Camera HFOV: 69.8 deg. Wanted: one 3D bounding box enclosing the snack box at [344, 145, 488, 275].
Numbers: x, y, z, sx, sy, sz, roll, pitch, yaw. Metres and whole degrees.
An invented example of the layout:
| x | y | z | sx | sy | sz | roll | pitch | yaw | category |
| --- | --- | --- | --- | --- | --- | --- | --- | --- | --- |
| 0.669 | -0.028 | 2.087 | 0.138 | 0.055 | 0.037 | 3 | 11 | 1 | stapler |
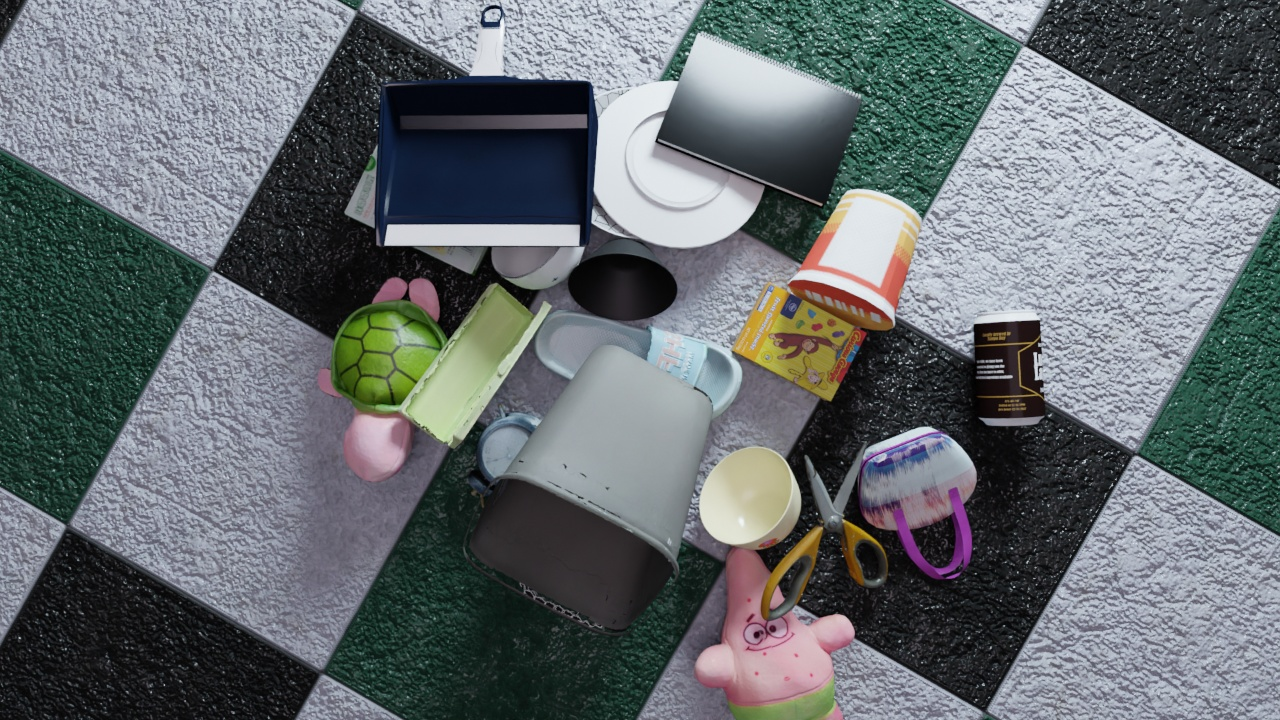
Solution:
| x | y | z | sx | sy | sz | roll | pitch | yaw | category |
| --- | --- | --- | --- | --- | --- | --- | --- | --- | --- |
| -0.243 | -0.194 | 1.079 | 0.168 | 0.027 | 0.132 | 26 | 89 | 1 | snack box |

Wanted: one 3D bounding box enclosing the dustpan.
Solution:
| x | y | z | sx | sy | sz | roll | pitch | yaw | category |
| --- | --- | --- | --- | --- | --- | --- | --- | --- | --- |
| -0.168 | -0.262 | 1.010 | 0.236 | 0.080 | 0.272 | 1 | 64 | 4 | dustpan |

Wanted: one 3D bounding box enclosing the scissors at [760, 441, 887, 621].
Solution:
| x | y | z | sx | sy | sz | roll | pitch | yaw | category |
| --- | --- | --- | --- | --- | --- | --- | --- | --- | --- |
| 0.202 | 0.201 | 1.013 | 0.224 | 0.016 | 0.225 | -38 | 120 | -13 | scissors |

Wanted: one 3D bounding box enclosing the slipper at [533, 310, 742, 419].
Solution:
| x | y | z | sx | sy | sz | roll | pitch | yaw | category |
| --- | --- | --- | --- | --- | --- | --- | --- | --- | --- |
| -0.006 | 0.006 | 1.054 | 0.245 | 0.074 | 0.104 | 17 | 91 | 2 | slipper |

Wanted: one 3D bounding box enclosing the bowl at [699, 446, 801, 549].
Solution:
| x | y | z | sx | sy | sz | roll | pitch | yaw | category |
| --- | --- | --- | --- | --- | --- | --- | --- | --- | --- |
| 0.136 | 0.168 | 1.047 | 0.118 | 0.118 | 0.074 | -48 | 132 | 1 | bowl |

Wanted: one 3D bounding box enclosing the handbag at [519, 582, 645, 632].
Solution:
| x | y | z | sx | sy | sz | roll | pitch | yaw | category |
| --- | --- | --- | --- | --- | --- | --- | --- | --- | --- |
| -0.058 | 0.222 | 1.037 | 0.154 | 0.115 | 0.125 | 29 | 86 | 3 | handbag |

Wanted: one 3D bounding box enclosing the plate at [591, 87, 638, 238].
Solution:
| x | y | z | sx | sy | sz | roll | pitch | yaw | category |
| --- | --- | --- | --- | --- | --- | --- | --- | --- | --- |
| -0.002 | -0.227 | 1.064 | 0.188 | 0.016 | 0.188 | 2 | 76 | -6 | plate |

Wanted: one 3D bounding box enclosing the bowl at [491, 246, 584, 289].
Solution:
| x | y | z | sx | sy | sz | roll | pitch | yaw | category |
| --- | --- | --- | --- | --- | --- | --- | --- | --- | --- |
| -0.109 | -0.129 | 1.049 | 0.114 | 0.063 | 0.113 | -18 | 55 | 27 | bowl |

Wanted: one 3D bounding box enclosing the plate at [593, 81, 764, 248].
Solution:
| x | y | z | sx | sy | sz | roll | pitch | yaw | category |
| --- | --- | --- | --- | --- | --- | --- | --- | --- | --- |
| 0.044 | -0.229 | 1.051 | 0.208 | 0.015 | 0.208 | 2 | 76 | -6 | plate |

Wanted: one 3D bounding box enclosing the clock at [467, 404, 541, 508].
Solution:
| x | y | z | sx | sy | sz | roll | pitch | yaw | category |
| --- | --- | --- | --- | --- | --- | --- | --- | --- | --- |
| -0.150 | 0.120 | 1.069 | 0.090 | 0.052 | 0.129 | 14 | 95 | 1 | clock |

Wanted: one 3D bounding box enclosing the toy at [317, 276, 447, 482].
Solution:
| x | y | z | sx | sy | sz | roll | pitch | yaw | category |
| --- | --- | --- | --- | --- | --- | --- | --- | --- | --- |
| -0.289 | 0.020 | 1.052 | 0.190 | 0.087 | 0.238 | 10 | 85 | 7 | toy |

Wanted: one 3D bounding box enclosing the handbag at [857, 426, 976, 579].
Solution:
| x | y | z | sx | sy | sz | roll | pitch | yaw | category |
| --- | --- | --- | --- | --- | --- | --- | --- | --- | --- |
| 0.331 | 0.171 | 1.060 | 0.144 | 0.068 | 0.170 | -22 | 96 | 2 | handbag |

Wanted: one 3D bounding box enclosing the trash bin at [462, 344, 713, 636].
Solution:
| x | y | z | sx | sy | sz | roll | pitch | yaw | category |
| --- | --- | --- | --- | --- | --- | --- | --- | --- | --- |
| -0.038 | 0.123 | 0.954 | 0.197 | 0.198 | 0.219 | 28 | 47 | -2 | trash bin |

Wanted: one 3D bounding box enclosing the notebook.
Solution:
| x | y | z | sx | sy | sz | roll | pitch | yaw | category |
| --- | --- | --- | --- | --- | --- | --- | --- | --- | --- |
| 0.139 | -0.279 | 1.057 | 0.206 | 0.016 | 0.148 | 21 | 76 | -1 | notebook |

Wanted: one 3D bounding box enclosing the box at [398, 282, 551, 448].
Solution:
| x | y | z | sx | sy | sz | roll | pitch | yaw | category |
| --- | --- | --- | --- | --- | --- | --- | --- | --- | --- |
| -0.187 | 0.000 | 1.026 | 0.083 | 0.092 | 0.187 | 33 | 68 | -5 | box |

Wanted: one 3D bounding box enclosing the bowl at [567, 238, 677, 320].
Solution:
| x | y | z | sx | sy | sz | roll | pitch | yaw | category |
| --- | --- | --- | --- | --- | --- | --- | --- | --- | --- |
| -0.019 | -0.103 | 1.051 | 0.124 | 0.124 | 0.052 | 3 | 57 | 1 | bowl |

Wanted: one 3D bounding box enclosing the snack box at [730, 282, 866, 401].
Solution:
| x | y | z | sx | sy | sz | roll | pitch | yaw | category |
| --- | --- | --- | --- | --- | --- | --- | --- | --- | --- |
| 0.182 | -0.021 | 1.067 | 0.126 | 0.040 | 0.088 | 28 | 91 | 1 | snack box |

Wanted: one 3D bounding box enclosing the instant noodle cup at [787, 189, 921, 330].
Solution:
| x | y | z | sx | sy | sz | roll | pitch | yaw | category |
| --- | --- | --- | --- | --- | --- | --- | --- | --- | --- |
| 0.248 | -0.116 | 1.032 | 0.123 | 0.123 | 0.121 | 25 | 83 | 1 | instant noodle cup |

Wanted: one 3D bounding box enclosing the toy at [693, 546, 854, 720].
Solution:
| x | y | z | sx | sy | sz | roll | pitch | yaw | category |
| --- | --- | --- | --- | --- | --- | --- | --- | --- | --- |
| 0.148 | 0.324 | 1.046 | 0.192 | 0.097 | 0.236 | -15 | 83 | -11 | toy |

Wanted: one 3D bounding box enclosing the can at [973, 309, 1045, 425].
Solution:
| x | y | z | sx | sy | sz | roll | pitch | yaw | category |
| --- | --- | --- | --- | --- | --- | --- | --- | --- | --- |
| 0.421 | 0.008 | 1.048 | 0.072 | 0.072 | 0.128 | -3 | 90 | 1 | can |
